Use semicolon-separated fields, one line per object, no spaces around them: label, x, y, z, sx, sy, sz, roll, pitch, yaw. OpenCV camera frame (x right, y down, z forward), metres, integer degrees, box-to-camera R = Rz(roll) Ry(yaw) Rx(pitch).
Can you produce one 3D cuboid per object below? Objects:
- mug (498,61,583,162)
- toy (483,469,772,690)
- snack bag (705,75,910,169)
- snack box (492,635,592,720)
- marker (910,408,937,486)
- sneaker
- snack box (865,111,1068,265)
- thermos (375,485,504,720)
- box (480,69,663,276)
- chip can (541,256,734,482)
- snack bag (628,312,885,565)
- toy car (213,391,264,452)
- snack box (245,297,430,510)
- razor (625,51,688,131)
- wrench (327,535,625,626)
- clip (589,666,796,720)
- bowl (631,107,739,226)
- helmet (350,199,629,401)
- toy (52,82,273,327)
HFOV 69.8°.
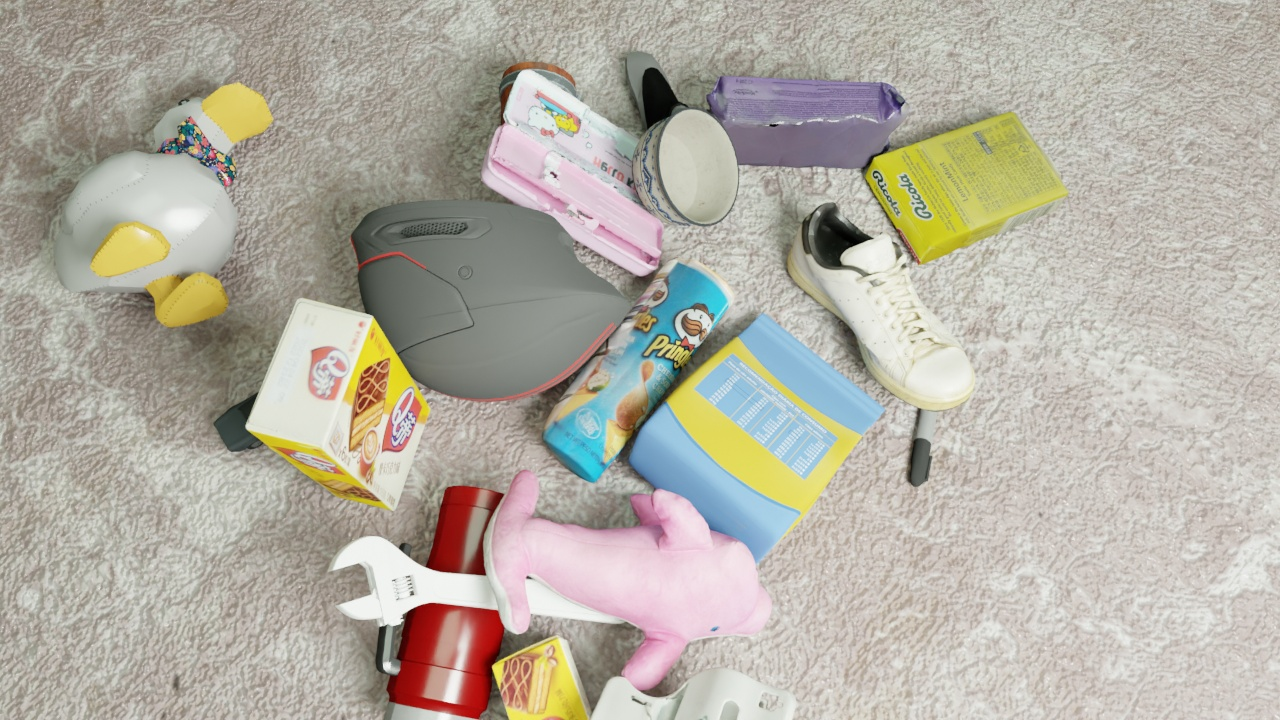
mug;-0.093;-0.239;0.966;0.117;0.082;0.111;8;73;-18
toy;0.004;0.165;0.768;0.265;0.128;0.186;16;42;-15
snack bag;0.168;-0.243;0.958;0.205;0.096;0.058;2;69;0
snack box;-0.075;0.291;0.764;0.061;0.084;0.105;-21;72;-7
marker;0.282;0.059;0.895;0.022;0.016;0.138;28;68;-25
sneaker;0.231;-0.063;0.867;0.088;0.102;0.241;-26;57;-20
snack box;0.345;-0.184;0.969;0.180;0.045;0.121;-21;70;-12
thermos;-0.166;0.210;0.784;0.108;0.084;0.198;24;64;-30
box;-0.056;-0.184;0.916;0.201;0.045;0.154;29;49;-25
chip can;-0.005;0.005;0.876;0.080;0.080;0.229;35;73;11
snack bag;0.113;0.062;0.851;0.159;0.102;0.204;40;61;12
toy car;-0.348;0.044;0.874;0.112;0.034;0.046;-33;74;-13
snack box;-0.242;0.046;0.771;0.062;0.230;0.109;13;70;4
razor;0.019;-0.279;0.992;0.057;0.060;0.156;-10;50;-18
wrench;-0.121;0.192;0.758;0.273;0.018;0.066;15;67;-30
clip;0.033;0.295;0.690;0.152;0.092;0.125;2;42;30
bowl;0.038;-0.187;0.914;0.115;0.059;0.115;2;87;-42
helmet;-0.141;-0.047;0.843;0.265;0.164;0.169;-2;81;10
toy;-0.468;-0.152;0.895;0.247;0.141;0.267;-29;48;6
